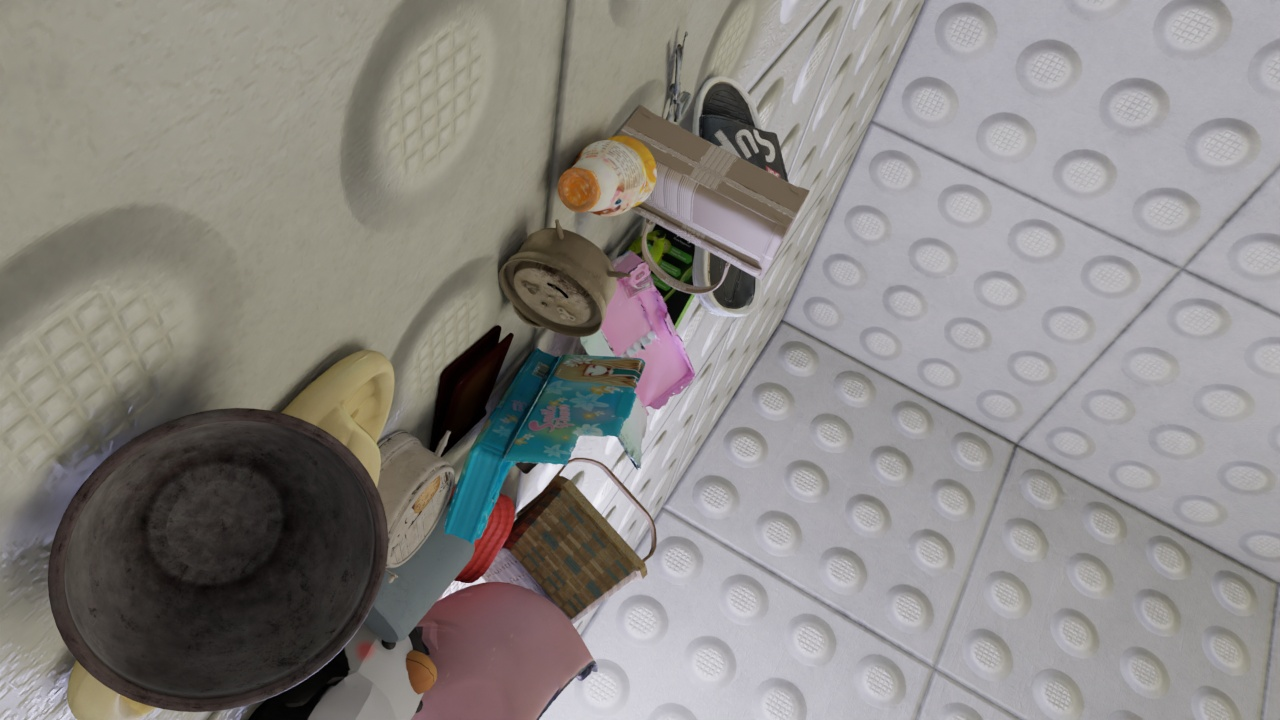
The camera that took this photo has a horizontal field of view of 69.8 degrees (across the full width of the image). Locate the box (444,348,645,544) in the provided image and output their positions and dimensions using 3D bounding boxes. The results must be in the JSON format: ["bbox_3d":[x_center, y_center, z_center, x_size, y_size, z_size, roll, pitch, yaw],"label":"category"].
[{"bbox_3d":[-0.092,0.054,0.835,0.170,0.085,0.226,-31,-165,18],"label":"box"}]

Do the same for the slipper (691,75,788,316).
[{"bbox_3d":[0.110,-0.180,1.004,0.111,0.063,0.263,5,88,-36],"label":"slipper"}]

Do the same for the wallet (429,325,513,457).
[{"bbox_3d":[-0.152,0.034,0.804,0.091,0.018,0.116,-49,166,-49],"label":"wallet"}]

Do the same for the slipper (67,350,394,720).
[{"bbox_3d":[-0.215,0.112,0.552,0.260,0.079,0.111,-54,171,-29],"label":"slipper"}]

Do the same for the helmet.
[{"bbox_3d":[-0.186,0.324,0.955,0.256,0.152,0.229,-29,180,36],"label":"helmet"}]

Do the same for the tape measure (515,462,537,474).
[{"bbox_3d":[-0.126,0.094,1.031,0.058,0.038,0.058,-45,166,-10],"label":"tape measure"}]

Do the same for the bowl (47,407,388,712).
[{"bbox_3d":[-0.206,0.089,0.455,0.144,0.145,0.067,-59,-150,-10],"label":"bowl"}]

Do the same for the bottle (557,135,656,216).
[{"bbox_3d":[-0.029,-0.150,0.762,0.063,0.063,0.108,-66,169,27],"label":"bottle"}]

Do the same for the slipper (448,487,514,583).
[{"bbox_3d":[-0.174,0.189,0.988,0.103,0.059,0.249,-60,171,-5],"label":"slipper"}]

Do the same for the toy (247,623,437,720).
[{"bbox_3d":[-0.258,0.301,0.791,0.183,0.140,0.159,-62,144,-57],"label":"toy"}]

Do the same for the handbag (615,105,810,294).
[{"bbox_3d":[0.051,-0.128,0.905,0.062,0.175,0.198,-57,172,-29],"label":"handbag"}]

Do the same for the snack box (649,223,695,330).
[{"bbox_3d":[0.031,-0.100,1.126,0.147,0.080,0.025,-62,169,4],"label":"snack box"}]

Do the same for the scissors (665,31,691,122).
[{"bbox_3d":[0.029,-0.251,0.905,0.118,0.014,0.161,-62,172,6],"label":"scissors"}]

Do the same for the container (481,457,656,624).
[{"bbox_3d":[-0.079,0.220,1.120,0.186,0.157,0.251,-41,178,-27],"label":"container"}]

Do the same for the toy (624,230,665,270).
[{"bbox_3d":[-0.005,-0.108,1.067,0.094,0.036,0.094,-50,171,-21],"label":"toy"}]

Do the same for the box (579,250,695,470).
[{"bbox_3d":[-0.017,0.003,1.037,0.160,0.063,0.231,-58,147,-23],"label":"box"}]

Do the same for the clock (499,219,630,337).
[{"bbox_3d":[-0.072,-0.063,0.769,0.141,0.093,0.054,-31,-152,57],"label":"clock"}]

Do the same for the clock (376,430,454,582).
[{"bbox_3d":[-0.198,0.129,0.712,0.156,0.061,0.104,-56,169,-33],"label":"clock"}]

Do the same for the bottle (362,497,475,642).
[{"bbox_3d":[-0.190,0.168,0.822,0.046,0.072,0.160,-25,-162,44],"label":"bottle"}]
